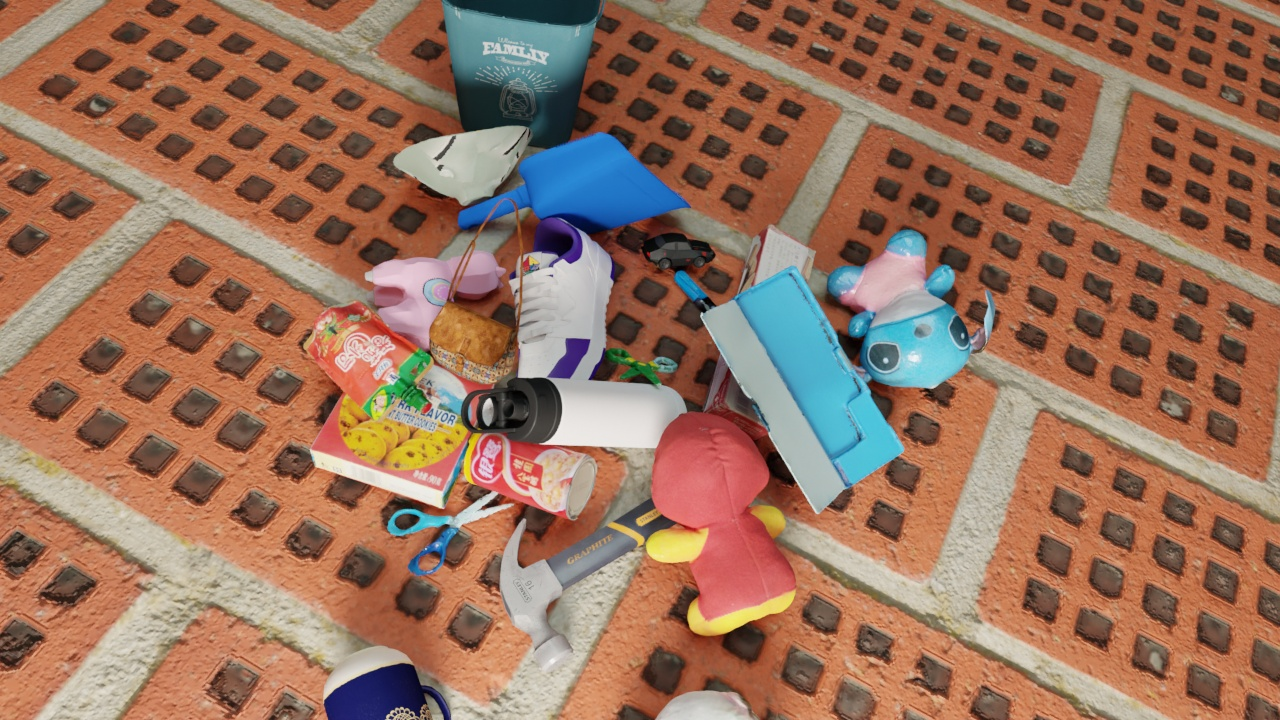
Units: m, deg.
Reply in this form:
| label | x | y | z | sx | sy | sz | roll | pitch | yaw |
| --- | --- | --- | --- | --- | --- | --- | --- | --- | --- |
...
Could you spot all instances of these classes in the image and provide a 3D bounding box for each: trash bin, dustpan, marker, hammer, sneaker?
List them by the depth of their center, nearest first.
| label | x | y | z | sx | sy | sz | roll | pitch | yaw |
| --- | --- | --- | --- | --- | --- | --- | --- | --- | --- |
| hammer | 0.000 | 0.177 | 0.943 | 0.311 | 0.035 | 0.139 | -26 | 64 | -23 |
| sneaker | -0.099 | -0.059 | 1.010 | 0.092 | 0.111 | 0.243 | -14 | 47 | 31 |
| dustpan | -0.096 | -0.188 | 1.087 | 0.258 | 0.245 | 0.059 | -18 | 81 | 16 |
| marker | 0.084 | -0.065 | 1.115 | 0.018 | 0.015 | 0.123 | -31 | 70 | -29 |
| trash bin | -0.149 | -0.408 | 1.169 | 0.196 | 0.219 | 0.198 | 7 | 57 | -5 |

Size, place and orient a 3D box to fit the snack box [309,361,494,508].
| label | x | y | z | sx | sy | sz | roll | pitch | yaw |
| --- | --- | --- | --- | --- | --- | --- | --- | --- | --- |
| snack box | -0.245 | 0.066 | 0.962 | 0.142 | 0.040 | 0.144 | 17 | 54 | 3 |

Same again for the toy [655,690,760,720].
| label | x | y | z | sx | sy | sz | roll | pitch | yaw |
| --- | --- | --- | --- | --- | --- | --- | --- | --- | --- |
| toy | 0.041 | 0.369 | 0.800 | 0.179 | 0.101 | 0.138 | -24 | 77 | 0 |

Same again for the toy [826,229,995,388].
| label | x | y | z | sx | sy | sz | roll | pitch | yaw |
| --- | --- | --- | --- | --- | --- | --- | --- | --- | --- |
| toy | 0.300 | -0.049 | 1.096 | 0.224 | 0.099 | 0.191 | -24 | 60 | 9 |

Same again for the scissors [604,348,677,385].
| label | x | y | z | sx | sy | sz | roll | pitch | yaw |
| --- | --- | --- | --- | --- | --- | --- | --- | --- | --- |
| scissors | 0.010 | 0.010 | 1.017 | 0.108 | 0.012 | 0.131 | 5 | 15 | -22 |

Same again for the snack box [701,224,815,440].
| label | x | y | z | sx | sy | sz | roll | pitch | yaw |
| --- | --- | --- | --- | --- | --- | --- | --- | --- | --- |
| snack box | 0.143 | -0.038 | 1.085 | 0.076 | 0.044 | 0.272 | 28 | 57 | -15 |

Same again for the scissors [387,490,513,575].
| label | x | y | z | sx | sy | sz | roll | pitch | yaw |
| --- | --- | --- | --- | --- | --- | --- | --- | --- | --- |
| scissors | -0.182 | 0.172 | 0.930 | 0.134 | 0.016 | 0.083 | -15 | 58 | -23 |

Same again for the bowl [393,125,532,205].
| label | x | y | z | sx | sy | sz | roll | pitch | yaw |
| --- | --- | --- | --- | --- | --- | --- | --- | --- | --- |
| bowl | -0.205 | -0.225 | 1.104 | 0.174 | 0.174 | 0.068 | -14 | 93 | -17 |

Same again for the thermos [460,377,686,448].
| label | x | y | z | sx | sy | sz | roll | pitch | yaw |
| --- | --- | --- | --- | --- | --- | --- | --- | --- | --- |
| thermos | -0.060 | 0.055 | 0.934 | 0.229 | 0.101 | 0.068 | 7 | 80 | -48 |

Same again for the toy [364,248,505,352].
| label | x | y | z | sx | sy | sz | roll | pitch | yaw |
| --- | --- | --- | --- | --- | --- | --- | --- | --- | --- |
| toy | -0.229 | -0.072 | 1.041 | 0.157 | 0.067 | 0.123 | -8 | 61 | -18 |

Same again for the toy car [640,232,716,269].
| label | x | y | z | sx | sy | sz | roll | pitch | yaw |
| --- | --- | --- | --- | --- | --- | --- | --- | --- | --- |
| toy car | 0.048 | -0.138 | 1.133 | 0.091 | 0.036 | 0.042 | -4 | 33 | -12 |

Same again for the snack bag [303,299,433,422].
| label | x | y | z | sx | sy | sz | roll | pitch | yaw |
| --- | --- | --- | --- | --- | --- | --- | --- | --- | --- |
| snack bag | -0.274 | 0.005 | 0.952 | 0.155 | 0.044 | 0.087 | 39 | 79 | 15 |

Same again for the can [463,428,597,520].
| label | x | y | z | sx | sy | sz | roll | pitch | yaw |
| --- | --- | --- | --- | --- | --- | --- | --- | --- | --- |
| can | -0.111 | 0.110 | 0.927 | 0.124 | 0.067 | 0.066 | 16 | 56 | 21 |

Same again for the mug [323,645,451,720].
| label | x | y | z | sx | sy | sz | roll | pitch | yaw |
| --- | --- | --- | --- | --- | --- | --- | --- | --- | --- |
| mug | -0.221 | 0.302 | 0.808 | 0.111 | 0.086 | 0.089 | 7 | 46 | -48 |

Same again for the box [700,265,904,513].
| label | x | y | z | sx | sy | sz | roll | pitch | yaw |
| --- | --- | --- | --- | --- | --- | --- | --- | --- | --- |
| box | 0.166 | 0.033 | 1.002 | 0.175 | 0.060 | 0.243 | -27 | 85 | -37 |

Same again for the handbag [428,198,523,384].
| label | x | y | z | sx | sy | sz | roll | pitch | yaw |
| --- | --- | --- | --- | --- | --- | --- | --- | --- | --- |
| handbag | -0.160 | -0.071 | 0.946 | 0.093 | 0.196 | 0.043 | 24 | 21 | 13 |

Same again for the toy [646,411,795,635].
| label | x | y | z | sx | sy | sz | roll | pitch | yaw |
| --- | --- | --- | --- | --- | --- | --- | --- | --- | --- |
| toy | 0.080 | 0.152 | 0.902 | 0.147 | 0.099 | 0.216 | -12 | 82 | -33 |
